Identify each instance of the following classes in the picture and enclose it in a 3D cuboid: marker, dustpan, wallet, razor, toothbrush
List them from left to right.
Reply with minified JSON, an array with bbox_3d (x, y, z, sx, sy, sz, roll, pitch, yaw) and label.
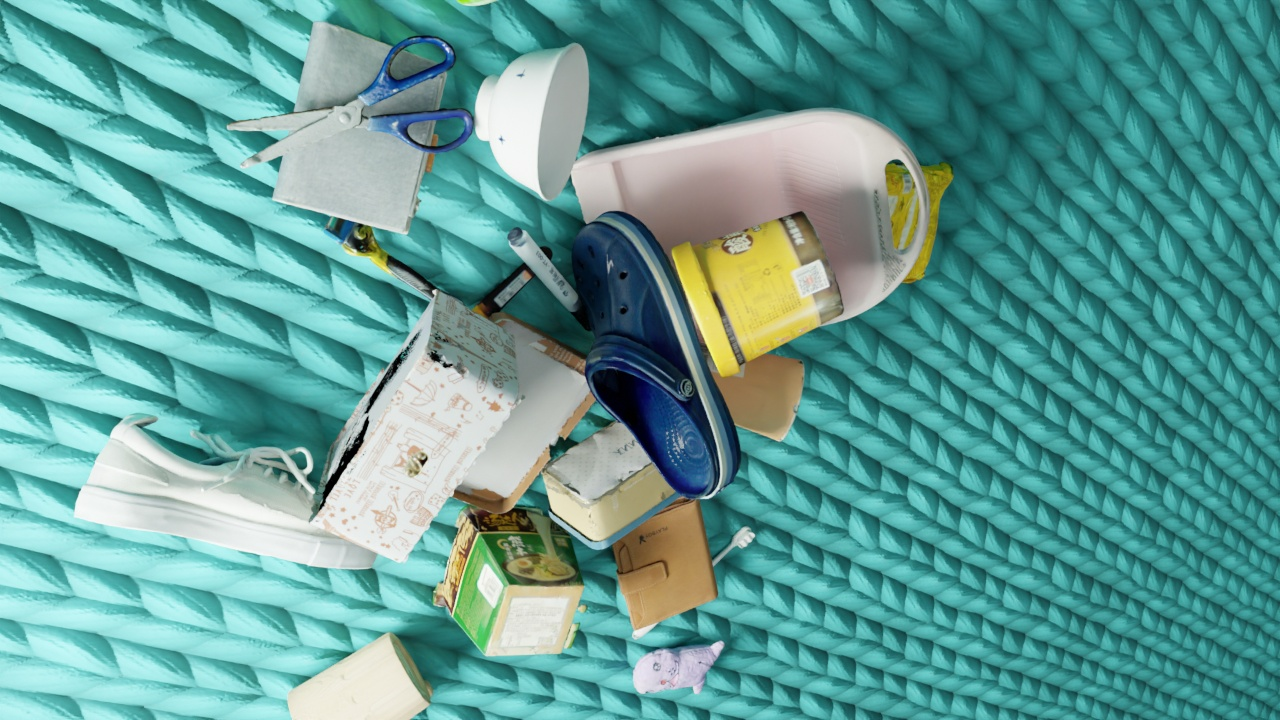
[{"bbox_3d":[-0.202,-0.167,0.675,0.106,0.037,0.130,12,96,-32],"label":"wallet"},{"bbox_3d":[-0.194,-0.075,0.737,0.142,0.022,0.042,40,48,-39],"label":"razor"},{"bbox_3d":[-0.122,-0.054,0.789,0.123,0.015,0.018,-44,128,-5],"label":"marker"},{"bbox_3d":[-0.073,-0.069,0.794,0.131,0.018,0.022,51,58,-44],"label":"marker"},{"bbox_3d":[0.025,0.216,0.982,0.107,0.031,0.132,-19,114,-16],"label":"wallet"},{"bbox_3d":[0.060,0.252,1.032,0.180,0.016,0.016,-42,119,-3],"label":"toothbrush"},{"bbox_3d":[0.101,-0.108,0.802,0.273,0.139,0.223,-29,125,-13],"label":"dustpan"}]

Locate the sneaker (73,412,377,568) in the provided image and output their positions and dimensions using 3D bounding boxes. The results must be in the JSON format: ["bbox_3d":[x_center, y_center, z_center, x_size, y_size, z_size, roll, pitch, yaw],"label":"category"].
[{"bbox_3d":[-0.311,0.108,0.734,0.242,0.090,0.090,30,67,-46],"label":"sneaker"}]

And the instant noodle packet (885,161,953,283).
[{"bbox_3d":[0.258,-0.140,0.926,0.110,0.044,0.129,-8,121,-31],"label":"instant noodle packet"}]

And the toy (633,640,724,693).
[{"bbox_3d":[0.038,0.358,1.060,0.107,0.039,0.084,3,119,-30],"label":"toy"}]

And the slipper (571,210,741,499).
[{"bbox_3d":[-0.005,0.004,0.765,0.095,0.105,0.253,-25,92,-40],"label":"slipper"}]

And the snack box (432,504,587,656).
[{"bbox_3d":[-0.118,0.214,0.866,0.117,0.105,0.118,8,109,-30],"label":"snack box"}]

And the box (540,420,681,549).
[{"bbox_3d":[-0.009,0.102,0.858,0.183,0.090,0.059,-31,126,-27],"label":"box"}]

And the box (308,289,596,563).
[{"bbox_3d":[-0.135,0.068,0.742,0.226,0.156,0.180,29,105,-36],"label":"box"}]

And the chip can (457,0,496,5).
[{"bbox_3d":[-0.138,-0.347,0.600,0.072,0.072,0.221,-34,125,-9],"label":"chip can"}]

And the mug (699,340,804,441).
[{"bbox_3d":[0.080,0.021,0.844,0.123,0.078,0.078,16,108,-4],"label":"mug"}]

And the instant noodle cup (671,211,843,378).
[{"bbox_3d":[0.099,-0.060,0.765,0.114,0.118,0.118,-22,124,7],"label":"instant noodle cup"}]

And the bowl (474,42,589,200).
[{"bbox_3d":[-0.087,-0.187,0.701,0.065,0.118,0.118,15,110,8],"label":"bowl"}]

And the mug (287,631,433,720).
[{"bbox_3d":[-0.258,0.327,0.873,0.103,0.084,0.125,-31,148,-13],"label":"mug"}]

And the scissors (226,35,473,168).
[{"bbox_3d":[-0.199,-0.182,0.644,0.170,0.012,0.141,11,97,-31],"label":"scissors"}]
